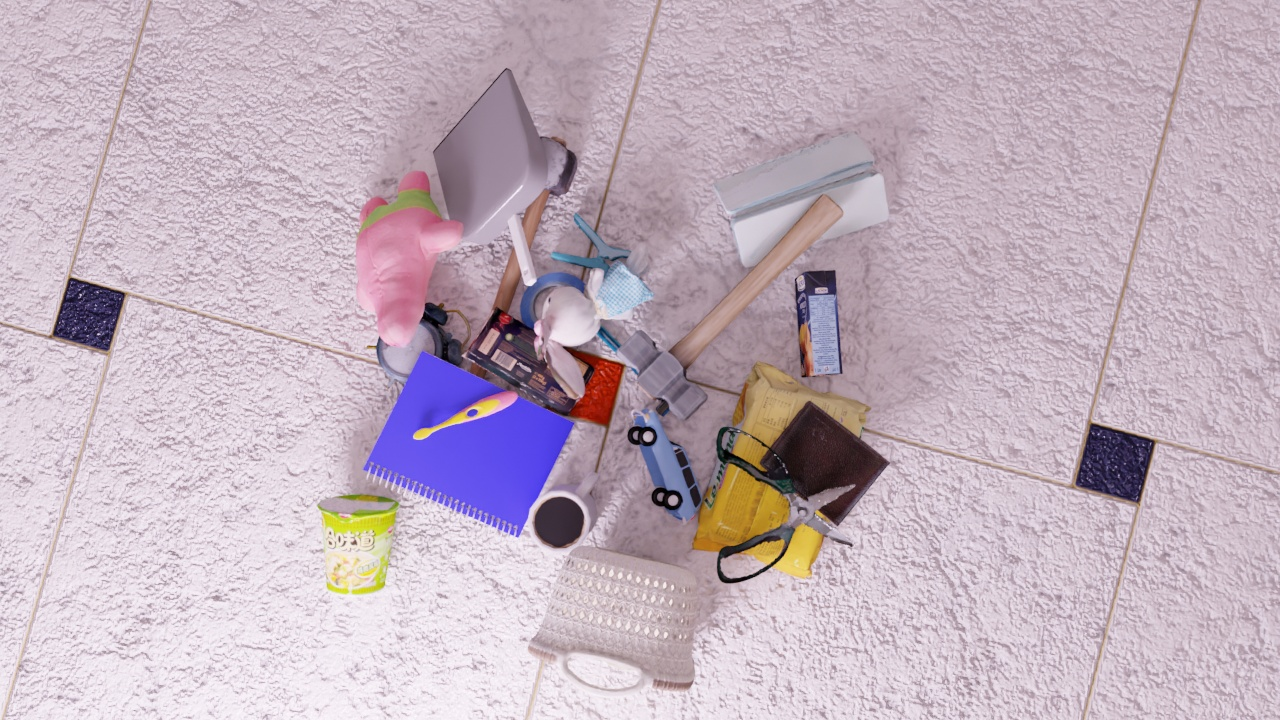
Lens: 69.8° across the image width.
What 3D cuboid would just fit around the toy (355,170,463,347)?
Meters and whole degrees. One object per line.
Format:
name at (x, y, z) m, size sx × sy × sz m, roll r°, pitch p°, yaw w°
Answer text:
toy at (-0.293, -0.116, 1.123) m, size 0.193 × 0.096 × 0.236 m, roll -30°, pitch 54°, yaw 30°

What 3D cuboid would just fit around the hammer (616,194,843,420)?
hammer at (0.120, -0.075, 1.115) m, size 0.323 × 0.051 × 0.117 m, roll -45°, pitch 81°, yaw 3°

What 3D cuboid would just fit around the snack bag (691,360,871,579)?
snack bag at (0.173, 0.139, 1.126) m, size 0.159 × 0.068 × 0.247 m, roll 19°, pitch 89°, yaw 2°

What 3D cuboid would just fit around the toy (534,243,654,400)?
toy at (-0.065, -0.073, 1.117) m, size 0.106 × 0.131 × 0.205 m, roll 33°, pitch 76°, yaw 35°

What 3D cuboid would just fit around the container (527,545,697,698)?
container at (-0.019, 0.294, 1.050) m, size 0.184 × 0.246 × 0.142 m, roll 11°, pitch 79°, yaw 6°

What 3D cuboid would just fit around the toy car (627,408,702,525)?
toy car at (0.031, 0.127, 1.135) m, size 0.054 × 0.056 × 0.153 m, roll -22°, pitch 94°, yaw -17°

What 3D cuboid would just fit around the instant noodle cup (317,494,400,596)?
instant noodle cup at (-0.352, 0.230, 1.140) m, size 0.099 × 0.099 × 0.108 m, roll 4°, pitch 96°, yaw 3°

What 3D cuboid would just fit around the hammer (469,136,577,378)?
hammer at (-0.156, -0.122, 1.155) m, size 0.052 × 0.098 × 0.328 m, roll 21°, pitch 97°, yaw 2°

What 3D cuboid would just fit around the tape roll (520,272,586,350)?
tape roll at (-0.106, -0.067, 1.174) m, size 0.093 × 0.016 × 0.091 m, roll 20°, pitch 89°, yaw 3°

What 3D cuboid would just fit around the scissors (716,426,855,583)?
scissors at (0.145, 0.185, 1.073) m, size 0.202 × 0.015 × 0.204 m, roll 35°, pitch 106°, yaw 10°

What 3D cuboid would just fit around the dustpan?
dustpan at (-0.170, -0.201, 1.104) m, size 0.164 × 0.033 × 0.257 m, roll -37°, pitch 58°, yaw 33°

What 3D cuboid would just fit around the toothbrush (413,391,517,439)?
toothbrush at (-0.214, 0.067, 1.124) m, size 0.135 × 0.016 × 0.021 m, roll -23°, pitch 94°, yaw -13°

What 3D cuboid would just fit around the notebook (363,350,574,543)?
notebook at (-0.214, 0.110, 1.143) m, size 0.209 × 0.022 × 0.171 m, roll 26°, pitch 88°, yaw -12°

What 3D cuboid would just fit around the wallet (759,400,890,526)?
wallet at (0.215, 0.120, 1.076) m, size 0.120 × 0.031 × 0.099 m, roll 39°, pitch 88°, yaw 6°

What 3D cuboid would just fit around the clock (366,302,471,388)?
clock at (-0.276, -0.020, 1.165) m, size 0.129 × 0.052 × 0.090 m, roll -28°, pitch 86°, yaw -3°

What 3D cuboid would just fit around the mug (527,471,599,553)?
mug at (-0.085, 0.180, 1.125) m, size 0.073 × 0.089 × 0.105 m, roll 37°, pitch 89°, yaw 4°

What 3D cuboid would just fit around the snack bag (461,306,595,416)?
snack bag at (-0.136, 0.003, 1.146) m, size 0.155 × 0.018 × 0.074 m, roll 33°, pitch 92°, yaw -18°

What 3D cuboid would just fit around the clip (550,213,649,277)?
clip at (-0.055, -0.117, 1.170) m, size 0.127 × 0.028 × 0.113 m, roll 21°, pitch 94°, yaw 3°

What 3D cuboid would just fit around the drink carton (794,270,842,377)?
drink carton at (0.219, -0.045, 1.133) m, size 0.040 × 0.064 × 0.130 m, roll -3°, pitch 87°, yaw -3°

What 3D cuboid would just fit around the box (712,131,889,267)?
box at (0.202, -0.203, 1.154) m, size 0.197 × 0.075 × 0.125 m, roll -19°, pitch 67°, yaw -1°

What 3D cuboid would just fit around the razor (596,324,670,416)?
razor at (-0.007, 0.007, 1.165) m, size 0.042 × 0.022 × 0.144 m, roll -45°, pitch 81°, yaw 2°
